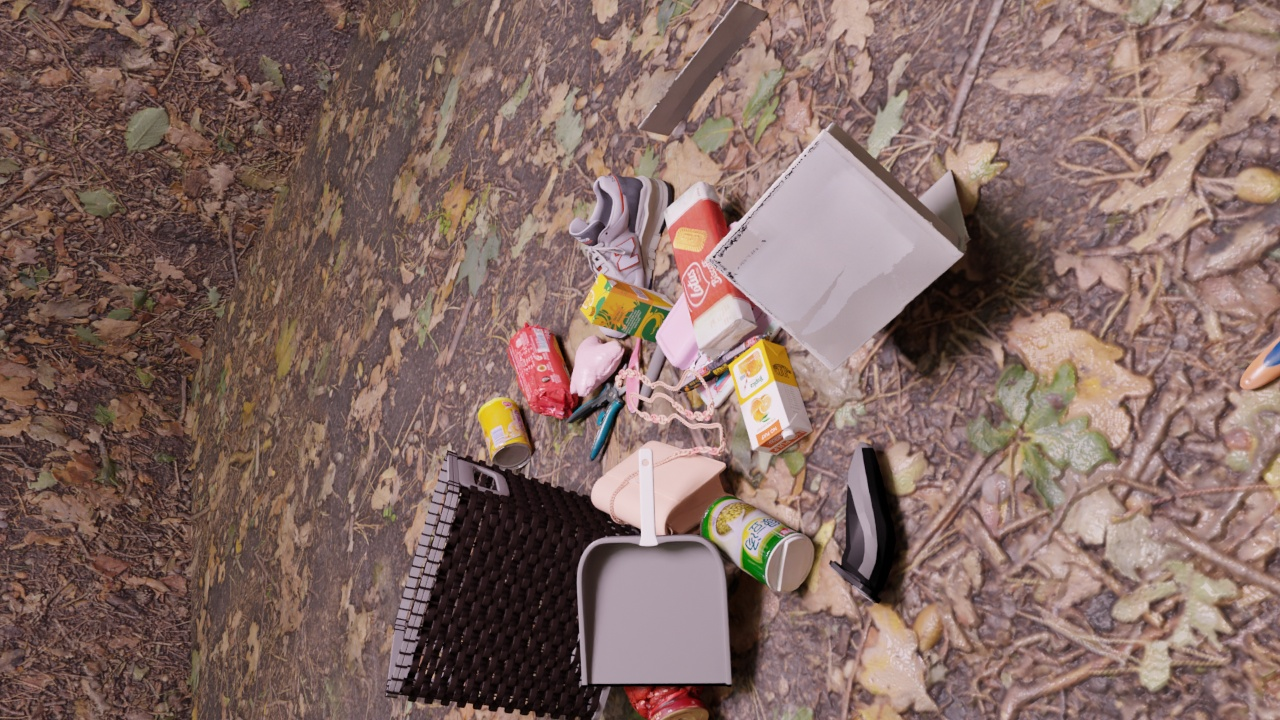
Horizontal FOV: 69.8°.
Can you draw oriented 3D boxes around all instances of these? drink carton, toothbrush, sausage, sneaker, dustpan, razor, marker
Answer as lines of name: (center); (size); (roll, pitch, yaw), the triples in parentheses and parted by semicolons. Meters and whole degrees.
drink carton: (-0.017, -0.070, 1.237); (0.058, 0.122, 0.041); (-60, 40, 19)
drink carton: (0.149, 0.045, 1.052); (0.059, 0.040, 0.122); (-41, 48, 36)
toothbrush: (0.490, -0.029, 0.664); (0.135, 0.017, 0.021); (-57, 37, 26)
sausage: (0.100, 0.004, 1.114); (0.156, 0.020, 0.020); (-33, 53, 34)
sneaker: (-0.046, -0.158, 1.304); (0.089, 0.124, 0.240); (17, 91, 53)
dustpan: (0.012, 0.226, 1.000); (0.163, 0.033, 0.257); (-3, 83, 7)
razor: (0.224, 0.157, 0.908); (0.060, 0.057, 0.156); (5, 71, 24)
toothbrush: (-0.008, 0.007, 1.281); (0.022, 0.016, 0.134); (-9, 67, 33)
marker: (0.029, -0.009, 1.247); (0.022, 0.016, 0.139); (25, 99, 29)

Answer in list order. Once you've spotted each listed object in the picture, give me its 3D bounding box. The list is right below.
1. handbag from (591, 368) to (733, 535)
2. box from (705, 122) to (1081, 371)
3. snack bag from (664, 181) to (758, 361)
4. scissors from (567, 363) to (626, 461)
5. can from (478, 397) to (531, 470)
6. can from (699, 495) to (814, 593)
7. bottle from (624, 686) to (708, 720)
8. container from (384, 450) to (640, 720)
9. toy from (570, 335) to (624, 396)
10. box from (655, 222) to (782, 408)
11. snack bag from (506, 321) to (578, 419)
handbag: (0.000, 0.109, 1.100); (0.199, 0.116, 0.187); (12, 125, 54)
box: (0.283, -0.092, 0.938); (0.168, 0.445, 0.164); (-46, 55, 33)
snack bag: (0.082, -0.115, 1.131); (0.078, 0.041, 0.224); (-39, 48, 36)
scissors: (-0.059, 0.070, 1.326); (0.118, 0.019, 0.148); (16, 85, 49)
can: (-0.218, 0.117, 1.475); (0.068, 0.067, 0.105); (-51, 43, 28)
can: (0.126, 0.199, 1.004); (0.121, 0.067, 0.067); (23, 96, 53)
bottle: (0.032, 0.361, 1.046); (0.099, 0.099, 0.111); (-54, 38, 25)
container: (-0.154, 0.278, 1.133); (0.247, 0.243, 0.245); (-153, 80, -77)
toy: (-0.069, 0.010, 1.328); (0.099, 0.052, 0.095); (14, 74, 58)
box: (0.105, -0.058, 1.146); (0.202, 0.041, 0.153); (-56, 42, 24)
snack bag: (-0.153, 0.018, 1.415); (0.082, 0.082, 0.176); (-52, 42, 27)
